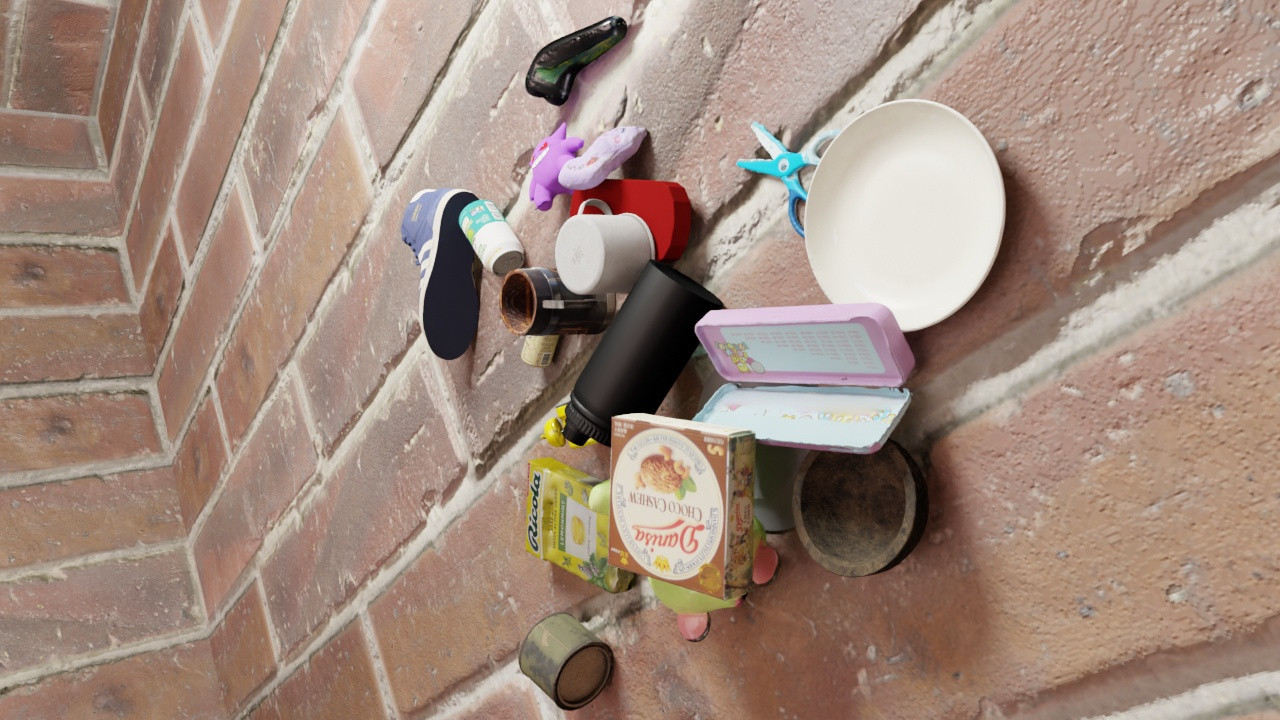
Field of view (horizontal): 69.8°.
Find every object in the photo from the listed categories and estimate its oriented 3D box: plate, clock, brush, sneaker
[{"bbox_3d":[0.113,0.077,0.890,0.179,0.012,0.178,7,99,49],"label":"plate"},{"bbox_3d":[-0.060,0.067,1.034,0.119,0.083,0.057,-19,85,34],"label":"clock"},{"bbox_3d":[-0.008,-0.151,0.984,0.174,0.041,0.082,15,105,48],"label":"brush"},{"bbox_3d":[0.213,-0.114,0.738,0.183,0.034,0.182,7,99,49],"label":"plate"},{"bbox_3d":[-0.288,-0.128,1.275,0.118,0.091,0.233,24,113,45],"label":"sneaker"}]

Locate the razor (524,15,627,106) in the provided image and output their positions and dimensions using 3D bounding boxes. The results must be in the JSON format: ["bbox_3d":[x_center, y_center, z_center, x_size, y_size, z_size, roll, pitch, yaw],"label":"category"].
[{"bbox_3d":[-0.070,-0.339,1.039,0.152,0.053,0.067,-16,92,42],"label":"razor"}]

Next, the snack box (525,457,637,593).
[{"bbox_3d":[-0.074,0.196,1.093,0.181,0.045,0.121,14,105,48],"label":"snack box"}]

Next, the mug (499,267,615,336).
[{"bbox_3d":[-0.083,-0.066,1.030,0.116,0.107,0.080,6,98,49],"label":"mug"}]

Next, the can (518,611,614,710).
[{"bbox_3d":[-0.088,0.357,1.092,0.075,0.089,0.090,24,111,45],"label":"can"}]

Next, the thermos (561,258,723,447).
[{"bbox_3d":[-0.005,0.005,0.922,0.086,0.086,0.199,42,107,38],"label":"thermos"}]

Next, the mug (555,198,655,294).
[{"bbox_3d":[-0.043,-0.120,0.941,0.085,0.070,0.113,-46,62,41],"label":"mug"}]

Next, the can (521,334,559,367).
[{"bbox_3d":[-0.118,-0.034,1.127,0.038,0.038,0.080,43,124,38],"label":"can"}]

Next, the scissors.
[{"bbox_3d":[0.135,-0.166,0.842,0.140,0.013,0.118,16,107,45],"label":"scissors"}]

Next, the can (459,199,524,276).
[{"bbox_3d":[-0.192,-0.159,1.187,0.101,0.054,0.055,56,131,29],"label":"can"}]

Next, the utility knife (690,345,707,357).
[{"bbox_3d":[0.081,-0.018,0.914,0.167,0.015,0.022,-12,84,47],"label":"utility knife"}]

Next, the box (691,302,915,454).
[{"bbox_3d":[0.120,0.015,0.789,0.215,0.091,0.090,1,130,50],"label":"box"}]

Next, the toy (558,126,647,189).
[{"bbox_3d":[-0.044,-0.219,0.987,0.080,0.099,0.036,3,133,48],"label":"toy"}]

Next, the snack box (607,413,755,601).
[{"bbox_3d":[0.035,0.128,0.829,0.143,0.041,0.147,6,97,44],"label":"snack box"}]

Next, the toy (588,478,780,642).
[{"bbox_3d":[0.048,0.170,0.915,0.197,0.107,0.150,50,116,23],"label":"toy"}]

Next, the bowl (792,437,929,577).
[{"bbox_3d":[0.192,0.119,0.766,0.121,0.056,0.121,-16,68,47],"label":"bowl"}]

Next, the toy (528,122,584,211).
[{"bbox_3d":[-0.097,-0.225,1.072,0.106,0.055,0.088,-41,59,32],"label":"toy"}]
